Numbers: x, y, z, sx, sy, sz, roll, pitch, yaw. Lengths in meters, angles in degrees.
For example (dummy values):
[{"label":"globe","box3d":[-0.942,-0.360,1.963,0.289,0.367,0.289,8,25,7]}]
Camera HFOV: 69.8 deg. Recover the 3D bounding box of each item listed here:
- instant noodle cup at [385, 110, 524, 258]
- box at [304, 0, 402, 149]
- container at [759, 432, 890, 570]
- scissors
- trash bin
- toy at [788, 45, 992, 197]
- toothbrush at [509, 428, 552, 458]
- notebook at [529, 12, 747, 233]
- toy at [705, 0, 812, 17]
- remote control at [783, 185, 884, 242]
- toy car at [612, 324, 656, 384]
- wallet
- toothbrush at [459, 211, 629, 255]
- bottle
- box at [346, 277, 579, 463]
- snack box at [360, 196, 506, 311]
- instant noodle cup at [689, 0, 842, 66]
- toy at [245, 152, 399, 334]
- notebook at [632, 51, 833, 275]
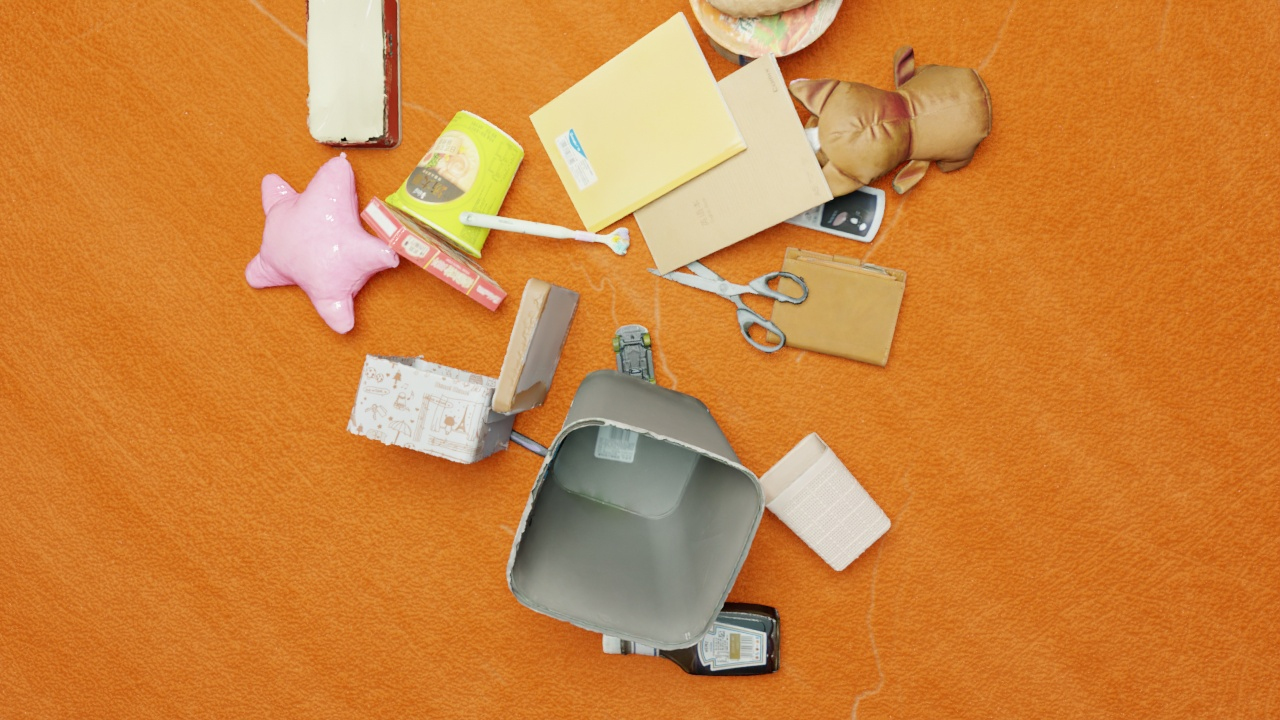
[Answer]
[{"label":"instant noodle cup","box3d":[-0.185,-0.188,0.954,0.111,0.112,0.123,30,88,-1]},{"label":"box","box3d":[-0.302,-0.309,0.956,0.091,0.077,0.168,1,95,1]},{"label":"container","box3d":[0.196,0.152,0.978,0.090,0.090,0.111,-43,96,5]},{"label":"scissors","box3d":[0.094,-0.072,0.980,0.163,0.014,0.165,-17,89,12]},{"label":"trash bin","box3d":[-0.010,0.124,0.894,0.198,0.219,0.199,19,107,-8]},{"label":"toy","box3d":[0.246,-0.236,0.924,0.199,0.131,0.140,-18,93,-17]},{"label":"toothbrush","box3d":[-0.126,0.092,1.023,0.189,0.017,0.014,28,86,2]},{"label":"notebook","box3d":[-0.008,-0.235,0.936,0.207,0.010,0.146,-24,95,33]},{"label":"toy","box3d":[0.146,-0.391,0.816,0.226,0.082,0.143,-21,102,2]},{"label":"remote control","box3d":[0.184,-0.170,0.978,0.150,0.021,0.058,14,96,2]},{"label":"toy car","box3d":[-0.006,0.006,0.996,0.042,0.035,0.090,-7,96,1]},{"label":"wallet","box3d":[0.209,-0.059,0.982,0.132,0.031,0.108,12,96,5]},{"label":"toothbrush","box3d":[-0.096,-0.135,0.947,0.189,0.020,0.029,5,94,-30]},{"label":"bottle","box3d":[0.056,0.309,1.020,0.195,0.044,0.080,0,95,3]},{"label":"box","box3d":[-0.178,-0.001,0.930,0.158,0.180,0.205,19,93,5]},{"label":"snack box","box3d":[-0.207,-0.106,0.930,0.025,0.153,0.075,-51,50,4]},{"label":"instant noodle cup","box3d":[0.120,-0.366,0.916,0.151,0.111,0.151,0,96,2]},{"label":"toy","box3d":[-0.330,-0.129,0.964,0.195,0.074,0.179,24,103,21]},{"label":"notebook","box3d":[0.073,-0.190,0.924,0.212,0.012,0.149,-21,96,36]}]
